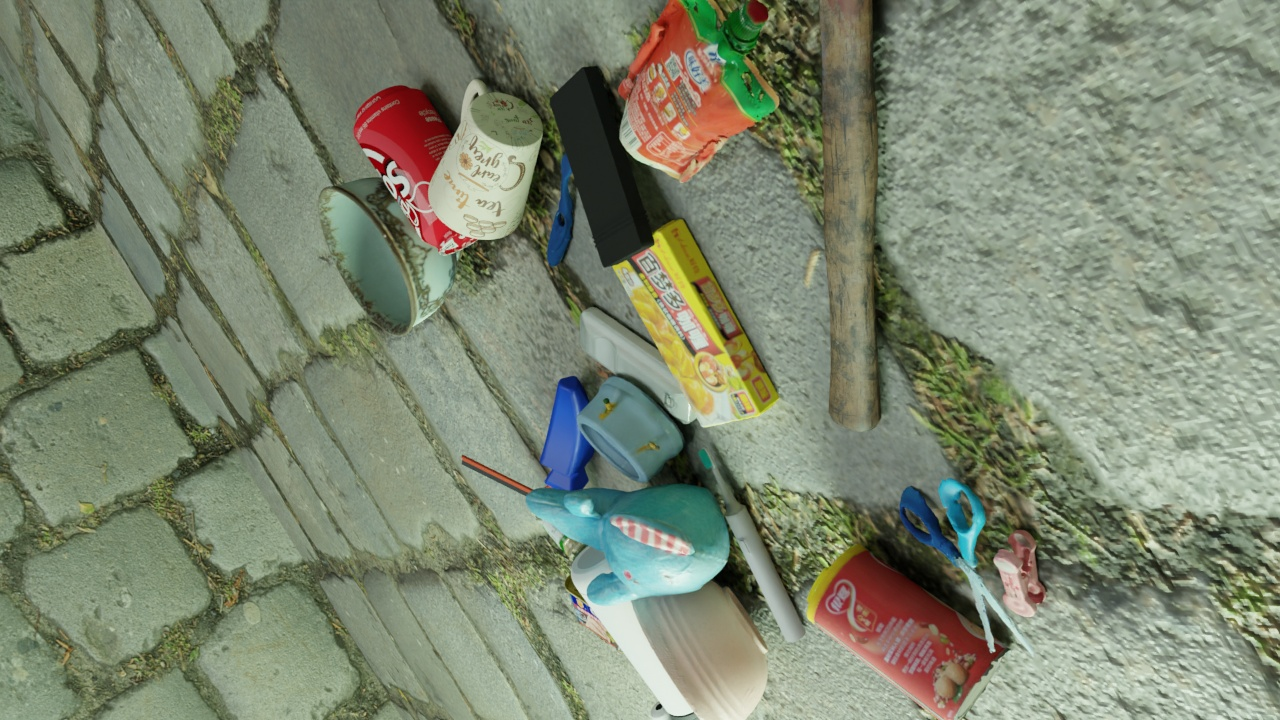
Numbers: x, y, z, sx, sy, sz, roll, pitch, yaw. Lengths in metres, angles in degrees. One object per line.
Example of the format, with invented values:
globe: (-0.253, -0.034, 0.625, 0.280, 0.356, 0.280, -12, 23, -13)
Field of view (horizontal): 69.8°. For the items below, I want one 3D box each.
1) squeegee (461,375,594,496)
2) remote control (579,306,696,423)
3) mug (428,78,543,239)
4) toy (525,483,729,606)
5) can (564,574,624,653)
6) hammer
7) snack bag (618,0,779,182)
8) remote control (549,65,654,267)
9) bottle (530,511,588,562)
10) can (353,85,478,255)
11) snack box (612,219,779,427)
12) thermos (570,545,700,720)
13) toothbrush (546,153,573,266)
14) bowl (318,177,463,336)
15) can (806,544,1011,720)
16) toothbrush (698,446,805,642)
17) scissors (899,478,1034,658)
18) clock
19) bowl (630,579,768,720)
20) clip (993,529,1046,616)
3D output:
squeegee: (-0.071, 0.085, 0.900, 0.249, 0.055, 0.185, 23, 137, 17)
remote control: (-0.005, 0.005, 0.770, 0.133, 0.022, 0.050, 35, 142, 31)
mug: (-0.126, -0.177, 0.750, 0.097, 0.081, 0.121, -54, 45, 49)
toy: (-0.014, 0.153, 0.783, 0.181, 0.114, 0.183, 9, 168, 15)
can: (-0.034, 0.273, 1.015, 0.100, 0.053, 0.059, 21, 134, 44)
hammer: (0.123, -0.094, 0.507, 0.120, 0.033, 0.331, 23, 135, 41)
snack bag: (0.032, -0.162, 0.533, 0.087, 0.044, 0.155, 56, 158, -2)
remote control: (-0.029, -0.138, 0.662, 0.058, 0.013, 0.133, -17, 91, 57)
bottle: (-0.076, 0.190, 1.012, 0.110, 0.042, 0.043, 44, 146, 21)
can: (-0.192, -0.171, 0.823, 0.142, 0.074, 0.075, 56, 148, 1)
snack box: (0.039, -0.025, 0.684, 0.075, 0.025, 0.152, -20, 101, 57)
thermos: (0.002, 0.289, 0.932, 0.101, 0.068, 0.230, -25, 107, 25)
toothbrush: (-0.063, -0.122, 0.749, 0.021, 0.016, 0.133, 46, 149, 18)
bowl: (-0.235, -0.115, 0.910, 0.160, 0.093, 0.160, 34, 142, 32)
can: (0.182, 0.189, 0.637, 0.124, 0.066, 0.067, 34, 141, 33)
toothbrush: (0.093, 0.154, 0.772, 0.018, 0.019, 0.188, -5, 113, 63)
scissors: (0.202, 0.127, 0.581, 0.130, 0.014, 0.117, 68, 166, -11)
clock: (-0.012, 0.064, 0.792, 0.089, 0.051, 0.125, 42, 163, 4)
bowl: (0.064, 0.250, 0.820, 0.153, 0.076, 0.153, 54, -178, -3)
clip: (0.229, 0.133, 0.558, 0.023, 0.043, 0.060, 18, 118, 50)
